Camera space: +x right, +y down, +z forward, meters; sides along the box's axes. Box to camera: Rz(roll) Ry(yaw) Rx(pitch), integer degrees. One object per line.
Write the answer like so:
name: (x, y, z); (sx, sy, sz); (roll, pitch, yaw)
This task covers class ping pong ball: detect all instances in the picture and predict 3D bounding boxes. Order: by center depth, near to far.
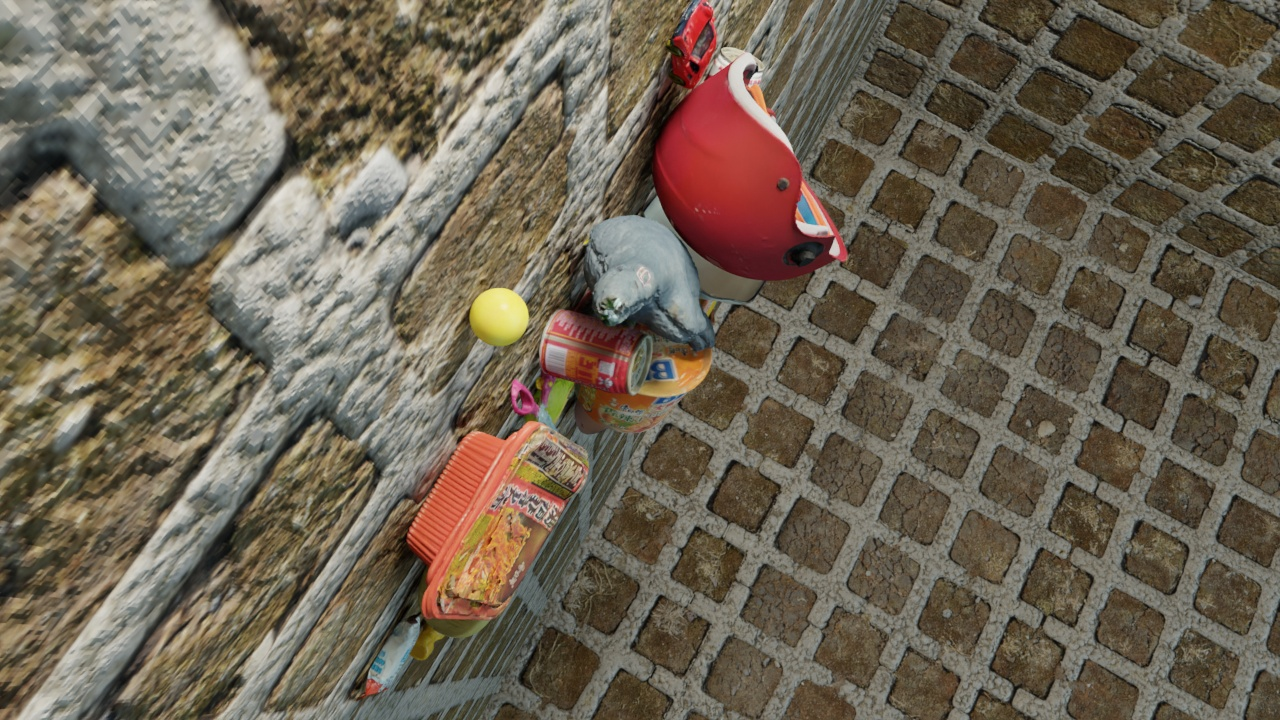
ping pong ball: (-0.097, -0.030, 0.632); (0.040, 0.040, 0.040); (-60, 174, -11)

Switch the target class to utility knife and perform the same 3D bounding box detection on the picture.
utility knife: (-0.083, 0.021, 1.137); (0.031, 0.020, 0.190); (-55, 168, -76)

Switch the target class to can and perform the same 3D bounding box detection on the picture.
can: (-0.042, -0.007, 0.878); (0.066, 0.094, 0.066); (16, 89, -74)
can: (0.084, -0.264, 0.987); (0.053, 0.053, 0.133); (-52, 170, -54)

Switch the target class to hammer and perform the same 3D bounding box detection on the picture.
hammer: (-0.182, 0.201, 1.034); (0.301, 0.033, 0.128); (-64, 174, 27)

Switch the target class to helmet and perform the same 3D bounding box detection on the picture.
helmet: (0.099, -0.165, 0.907); (0.144, 0.206, 0.240); (-27, 141, 16)

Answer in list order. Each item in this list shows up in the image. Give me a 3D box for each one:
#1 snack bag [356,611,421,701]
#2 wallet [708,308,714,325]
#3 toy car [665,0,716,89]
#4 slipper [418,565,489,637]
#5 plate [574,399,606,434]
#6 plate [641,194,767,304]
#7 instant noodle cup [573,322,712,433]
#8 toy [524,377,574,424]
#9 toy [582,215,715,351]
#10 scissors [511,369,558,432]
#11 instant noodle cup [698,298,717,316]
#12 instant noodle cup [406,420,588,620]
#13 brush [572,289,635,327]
snack bag: (-0.252, 0.300, 0.939); (0.104, 0.026, 0.048); (-61, 180, -10)
wallet: (0.062, -0.082, 1.274); (0.131, 0.035, 0.119); (-172, -101, -66)
toy car: (0.045, -0.267, 0.774); (0.049, 0.031, 0.106); (-62, 172, -3)
slipper: (-0.149, 0.193, 0.941); (0.190, 0.092, 0.081); (-65, 150, -8)
plate: (-0.020, 0.018, 1.229); (0.193, 0.039, 0.192); (-37, -163, 13)
plate: (0.088, -0.152, 1.081); (0.034, 0.162, 0.264); (-47, -174, 41)
instant noodle cup: (-0.006, 0.006, 1.064); (0.151, 0.151, 0.112); (-56, 176, -39)
toy: (-0.095, 0.036, 1.002); (0.100, 0.031, 0.097); (-62, 173, -15)
toy: (0.007, -0.071, 0.858); (0.091, 0.138, 0.356); (-28, 173, 12)
scissors: (-0.101, 0.050, 0.907); (0.130, 0.017, 0.133); (0, 96, -71)
instant noodle cup: (0.040, -0.092, 1.148); (0.138, 0.110, 0.138); (-59, 174, -11)
instant noodle cup: (-0.133, 0.140, 0.826); (0.188, 0.079, 0.164); (-61, 159, -8)
brush: (-0.033, -0.057, 0.981); (0.069, 0.063, 0.145); (-23, -155, 44)
